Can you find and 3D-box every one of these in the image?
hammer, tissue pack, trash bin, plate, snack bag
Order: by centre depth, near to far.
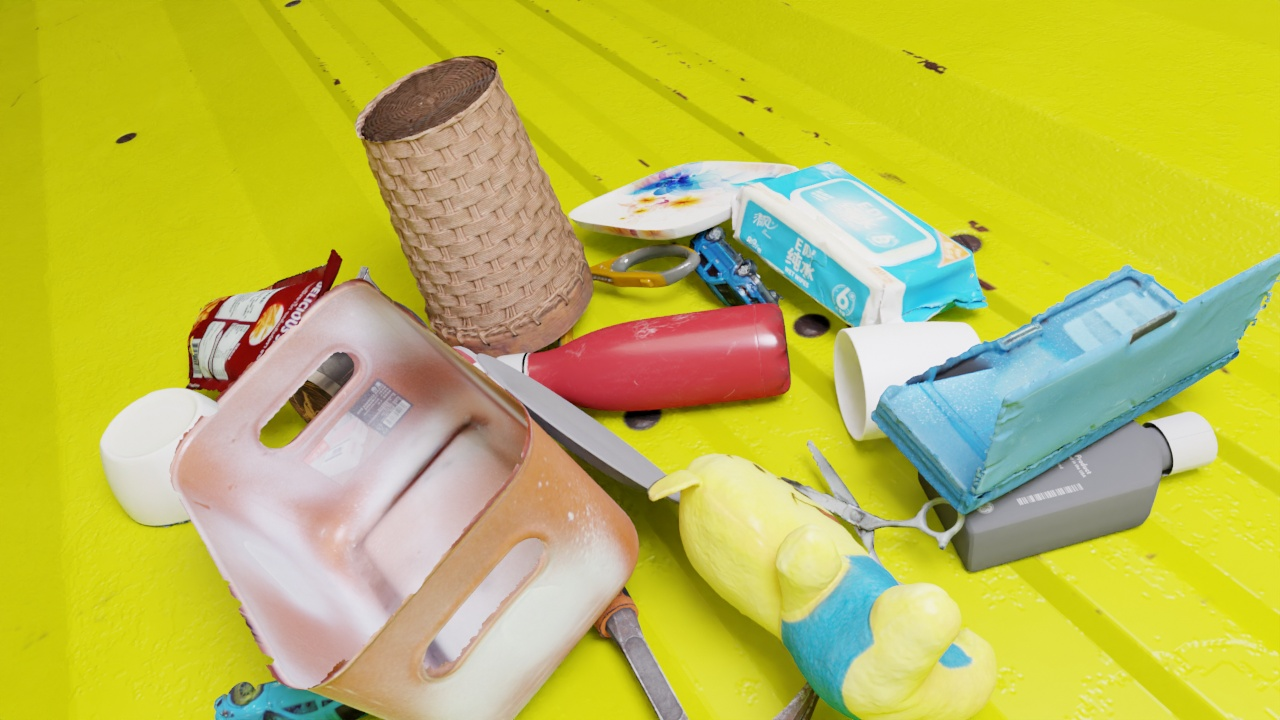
[{"bbox_3d":[-0.145,0.092,0.577,0.181,0.157,0.260,-49,45,-10],"label":"trash bin"},{"bbox_3d":[-0.012,0.147,0.603,0.137,0.035,0.314,-25,42,-12],"label":"hammer"},{"bbox_3d":[-0.040,0.051,0.626,0.178,0.178,0.012,35,90,41],"label":"plate"},{"bbox_3d":[-0.141,-0.122,0.761,0.151,0.210,0.151,-12,42,11],"label":"trash bin"},{"bbox_3d":[0.178,-0.092,0.765,0.116,0.066,0.209,-19,47,-29],"label":"tissue pack"},{"bbox_3d":[-0.334,-0.026,0.799,0.208,0.066,0.138,-6,53,50],"label":"snack bag"},{"bbox_3d":[0.041,-0.156,0.890,0.186,0.016,0.187,-29,28,-30],"label":"plate"}]

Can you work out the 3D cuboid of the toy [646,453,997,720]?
[{"bbox_3d":[0.093,0.125,0.520,0.084,0.149,0.214,-50,44,-5],"label":"toy"}]

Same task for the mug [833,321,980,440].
[{"bbox_3d":[0.194,0.019,0.643,0.087,0.081,0.114,-8,25,-2],"label":"mug"}]

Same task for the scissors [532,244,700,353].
[{"bbox_3d":[-0.058,-0.057,0.834,0.226,0.016,0.228,0,49,32],"label":"scissors"}]

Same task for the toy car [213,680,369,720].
[{"bbox_3d":[-0.212,0.218,0.573,0.105,0.048,0.032,-13,45,0],"label":"toy car"}]

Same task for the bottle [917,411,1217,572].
[{"bbox_3d":[0.279,0.071,0.593,0.174,0.046,0.083,-14,42,0],"label":"bottle"}]

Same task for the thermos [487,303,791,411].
[{"bbox_3d":[-0.004,0.004,0.726,0.240,0.073,0.073,-7,42,9],"label":"thermos"}]

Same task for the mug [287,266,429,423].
[{"bbox_3d":[-0.238,-0.004,0.771,0.080,0.116,0.107,12,47,31],"label":"mug"}]

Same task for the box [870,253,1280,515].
[{"bbox_3d":[0.266,-0.012,0.557,0.231,0.112,0.094,-23,53,-18],"label":"box"}]

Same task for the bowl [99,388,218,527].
[{"bbox_3d":[-0.391,0.074,0.765,0.116,0.066,0.116,-8,42,7],"label":"bowl"}]

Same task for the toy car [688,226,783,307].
[{"bbox_3d":[0.080,-0.074,0.807,0.043,0.056,0.120,-40,38,4],"label":"toy car"}]

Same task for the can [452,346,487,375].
[{"bbox_3d":[-0.170,0.036,0.753,0.054,0.054,0.096,19,51,32],"label":"can"}]

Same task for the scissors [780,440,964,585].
[{"bbox_3d":[0.141,0.118,0.597,0.142,0.014,0.146,-8,64,45],"label":"scissors"}]
